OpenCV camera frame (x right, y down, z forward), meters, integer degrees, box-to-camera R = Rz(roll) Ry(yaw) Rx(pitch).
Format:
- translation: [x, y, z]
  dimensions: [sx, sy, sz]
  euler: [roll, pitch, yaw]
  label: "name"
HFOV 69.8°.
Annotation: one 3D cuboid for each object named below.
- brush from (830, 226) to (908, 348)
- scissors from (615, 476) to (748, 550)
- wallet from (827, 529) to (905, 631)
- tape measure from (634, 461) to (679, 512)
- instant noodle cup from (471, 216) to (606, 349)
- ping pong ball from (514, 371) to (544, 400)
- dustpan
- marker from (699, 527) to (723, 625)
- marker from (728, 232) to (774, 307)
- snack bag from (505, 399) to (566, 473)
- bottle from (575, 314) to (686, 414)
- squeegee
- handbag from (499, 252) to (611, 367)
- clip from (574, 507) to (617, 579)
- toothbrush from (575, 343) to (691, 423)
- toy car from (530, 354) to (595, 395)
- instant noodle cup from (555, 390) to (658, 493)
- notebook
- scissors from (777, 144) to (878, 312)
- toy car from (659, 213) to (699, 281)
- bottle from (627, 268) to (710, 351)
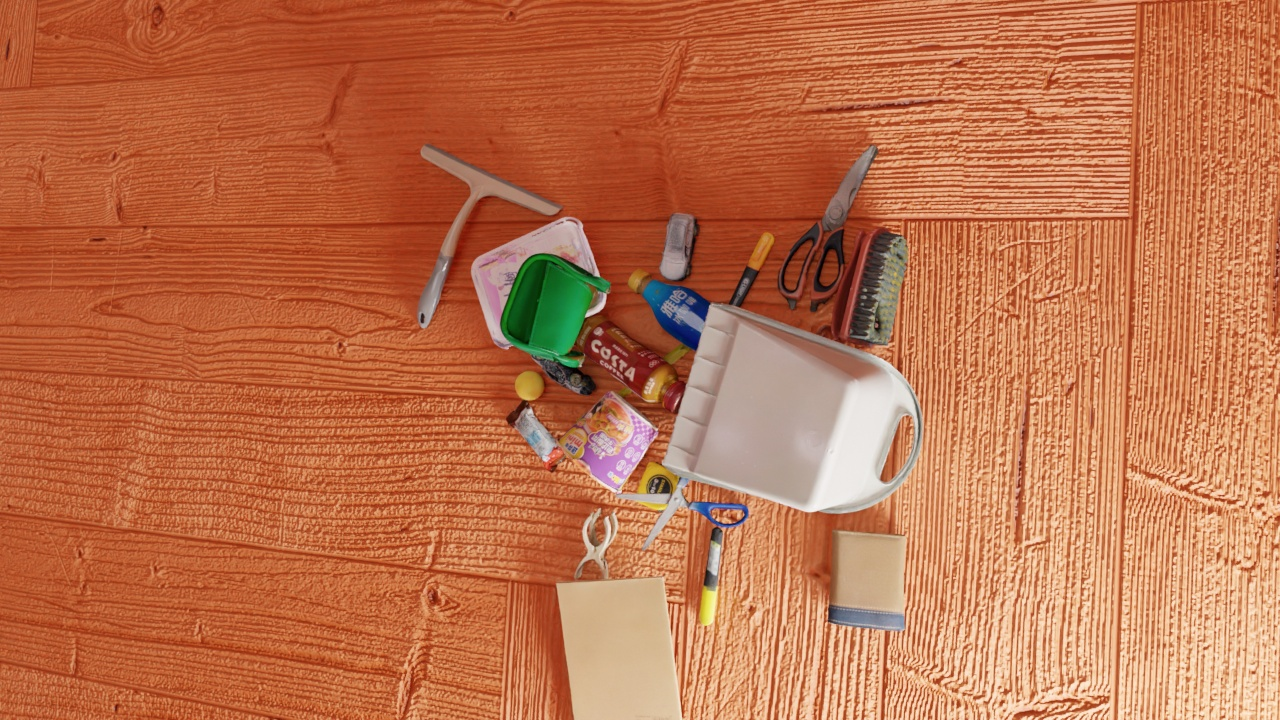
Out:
- translation: [0.275, -0.091, 1.112]
  dimensions: [0.069, 0.063, 0.146]
  euler: [13, 90, 48]
  label: "brush"
- translation: [0.057, 0.170, 1.164]
  dimensions: [0.176, 0.012, 0.162]
  euler: [14, 74, -2]
  label: "scissors"
- translation: [0.272, 0.264, 1.104]
  dimensions: [0.090, 0.033, 0.115]
  euler: [1, 86, 16]
  label: "wallet"
- translation: [0.027, 0.166, 1.194]
  dimensions: [0.057, 0.029, 0.060]
  euler: [21, 92, 20]
  label: "tape measure"
- translation: [-0.131, -0.101, 1.248]
  dimensions: [0.174, 0.060, 0.138]
  euler: [-22, 80, 18]
  label: "instant noodle cup"
- translation: [-0.152, 0.034, 1.256]
  dimensions: [0.040, 0.040, 0.040]
  euler: [-1, 86, 19]
  label: "ping pong ball"
- translation: [0.195, 0.073, 1.111]
  dimensions: [0.258, 0.142, 0.223]
  euler: [24, 104, 32]
  label: "dustpan"
- translation: [0.091, 0.276, 1.174]
  dimensions: [0.018, 0.015, 0.124]
  euler: [6, 86, 18]
  label: "marker"
- translation: [0.139, -0.107, 1.180]
  dimensions: [0.018, 0.015, 0.124]
  euler: [29, 98, 22]
  label: "marker"
- translation: [-0.142, 0.103, 1.256]
  dimensions: [0.105, 0.026, 0.045]
  euler: [48, 110, 16]
  label: "snack bag"
- translation: [-0.007, 0.007, 1.184]
  dimensions: [0.175, 0.057, 0.057]
  euler: [36, 98, 28]
  label: "bottle"
- translation: [-0.270, -0.159, 1.309]
  dimensions: [0.246, 0.039, 0.246]
  euler: [28, 96, 18]
  label: "squeegee"
- translation: [-0.110, -0.065, 1.177]
  dimensions: [0.120, 0.068, 0.131]
  euler: [23, 93, 11]
  label: "handbag"
- translation: [-0.059, 0.248, 1.219]
  dimensions: [0.076, 0.034, 0.101]
  euler: [11, 99, 18]
  label: "clip"
- translation: [-0.011, 0.033, 1.221]
  dimensions: [0.190, 0.016, 0.015]
  euler: [-36, 76, 13]
  label: "toothbrush"
- translation: [-0.107, 0.014, 1.239]
  dimensions: [0.105, 0.049, 0.031]
  euler: [37, 96, 18]
  label: "toy car"
- translation: [-0.037, 0.101, 1.184]
  dimensions: [0.111, 0.111, 0.099]
  euler: [41, 91, 16]
  label: "instant noodle cup"
- translation: [-0.027, 0.390, 1.197]
  dimensions: [0.150, 0.012, 0.211]
  euler: [-7, 91, 17]
  label: "notebook"
- translation: [0.253, -0.164, 1.145]
  dimensions: [0.211, 0.015, 0.177]
  euler: [-29, 77, 15]
  label: "scissors"
- translation: [0.050, -0.149, 1.204]
  dimensions: [0.043, 0.034, 0.090]
  euler: [11, 92, 16]
  label: "toy car"
- translation: [0.075, -0.046, 1.172]
  dimensions: [0.219, 0.065, 0.065]
  euler: [38, 99, 18]
  label: "bottle"
